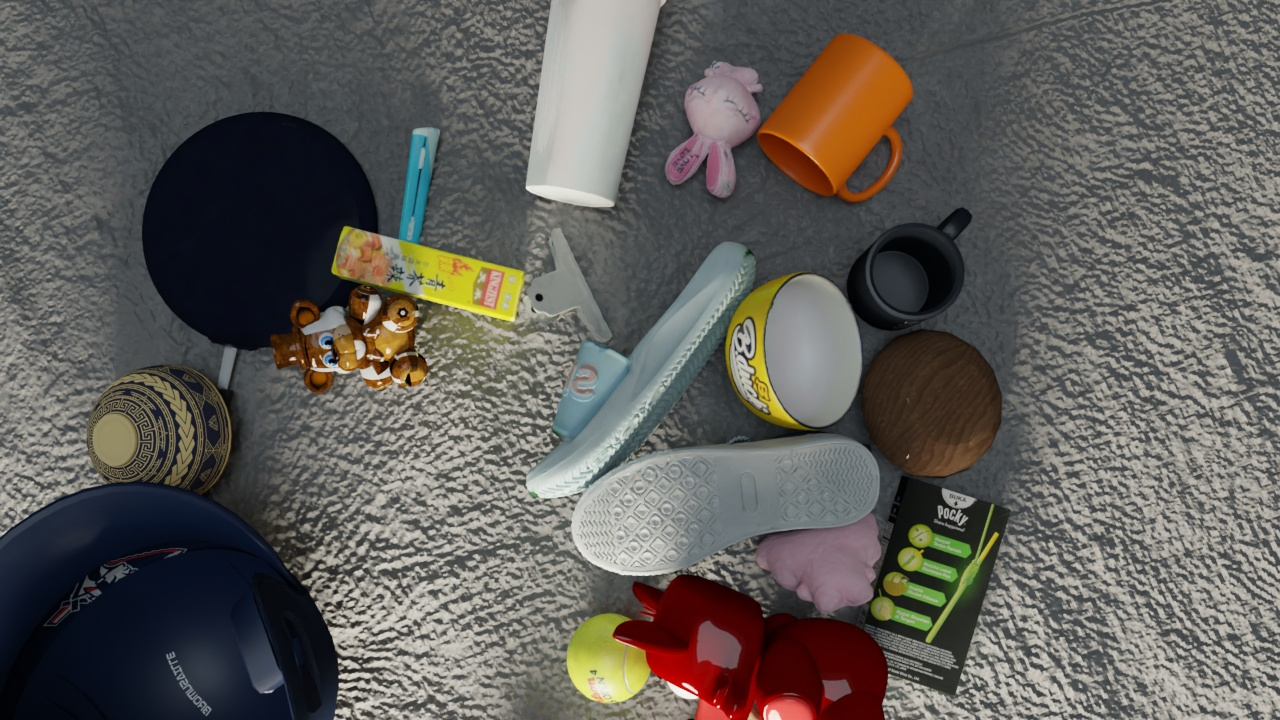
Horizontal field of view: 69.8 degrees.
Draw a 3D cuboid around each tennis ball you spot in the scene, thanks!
[{"bbox_3d":[-0.024,0.227,0.701,0.065,0.065,0.065,0,86,3],"label":"tennis ball"}]

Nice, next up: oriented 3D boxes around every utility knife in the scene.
[{"bbox_3d":[-0.185,-0.132,0.759,0.022,0.015,0.123,7,88,-19],"label":"utility knife"}]

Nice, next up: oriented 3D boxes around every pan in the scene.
[{"bbox_3d":[-0.334,-0.033,0.758,0.199,0.021,0.356,11,88,4],"label":"pan"}]

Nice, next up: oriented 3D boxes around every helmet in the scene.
[{"bbox_3d":[-0.340,0.217,0.640,0.232,0.223,0.272,-34,95,-14],"label":"helmet"}]

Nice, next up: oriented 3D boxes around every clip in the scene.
[{"bbox_3d":[-0.068,-0.053,0.747,0.054,0.040,0.101,-24,84,-18],"label":"clip"}]

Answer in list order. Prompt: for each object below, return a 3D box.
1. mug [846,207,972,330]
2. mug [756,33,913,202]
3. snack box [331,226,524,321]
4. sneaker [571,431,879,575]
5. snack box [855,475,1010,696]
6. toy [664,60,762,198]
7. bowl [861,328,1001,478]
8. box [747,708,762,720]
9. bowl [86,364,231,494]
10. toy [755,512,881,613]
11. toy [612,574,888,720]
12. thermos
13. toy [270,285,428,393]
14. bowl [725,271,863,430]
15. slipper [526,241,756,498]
[{"bbox_3d":[0.212,-0.074,0.701,0.071,0.077,0.105,43,89,5],"label":"mug"},{"bbox_3d":[0.162,-0.179,0.719,0.112,0.077,0.096,39,89,-23],"label":"mug"},{"bbox_3d":[-0.168,-0.069,0.737,0.148,0.029,0.040,14,87,-4],"label":"snack box"},{"bbox_3d":[0.065,0.098,0.694,0.235,0.087,0.089,-10,94,1],"label":"sneaker"},{"bbox_3d":[0.223,0.173,0.711,0.080,0.025,0.147,18,87,4],"label":"snack box"},{"bbox_3d":[0.061,-0.187,0.733,0.063,0.047,0.110,17,91,12],"label":"toy"},{"bbox_3d":[0.230,0.032,0.703,0.117,0.030,0.117,1,83,-11],"label":"bowl"},{"bbox_3d":[0.055,0.370,0.701,0.187,0.047,0.141,-42,88,-1],"label":"box"},{"bbox_3d":[-0.390,0.060,0.722,0.112,0.061,0.112,0,91,15],"label":"bowl"},{"bbox_3d":[0.141,0.154,0.686,0.099,0.095,0.053,-17,116,1],"label":"toy"},{"bbox_3d":[0.076,0.221,0.651,0.197,0.158,0.120,22,94,5],"label":"toy"},{"bbox_3d":[-0.038,-0.236,0.719,0.099,0.099,0.220,11,90,4],"label":"thermos"},{"bbox_3d":[-0.231,-0.014,0.726,0.112,0.067,0.087,-11,114,-17],"label":"toy"},{"bbox_3d":[0.108,-0.006,0.698,0.117,0.068,0.117,4,84,-41],"label":"bowl"},{"bbox_3d":[-0.004,0.004,0.699,0.074,0.104,0.245,39,89,16],"label":"slipper"}]
